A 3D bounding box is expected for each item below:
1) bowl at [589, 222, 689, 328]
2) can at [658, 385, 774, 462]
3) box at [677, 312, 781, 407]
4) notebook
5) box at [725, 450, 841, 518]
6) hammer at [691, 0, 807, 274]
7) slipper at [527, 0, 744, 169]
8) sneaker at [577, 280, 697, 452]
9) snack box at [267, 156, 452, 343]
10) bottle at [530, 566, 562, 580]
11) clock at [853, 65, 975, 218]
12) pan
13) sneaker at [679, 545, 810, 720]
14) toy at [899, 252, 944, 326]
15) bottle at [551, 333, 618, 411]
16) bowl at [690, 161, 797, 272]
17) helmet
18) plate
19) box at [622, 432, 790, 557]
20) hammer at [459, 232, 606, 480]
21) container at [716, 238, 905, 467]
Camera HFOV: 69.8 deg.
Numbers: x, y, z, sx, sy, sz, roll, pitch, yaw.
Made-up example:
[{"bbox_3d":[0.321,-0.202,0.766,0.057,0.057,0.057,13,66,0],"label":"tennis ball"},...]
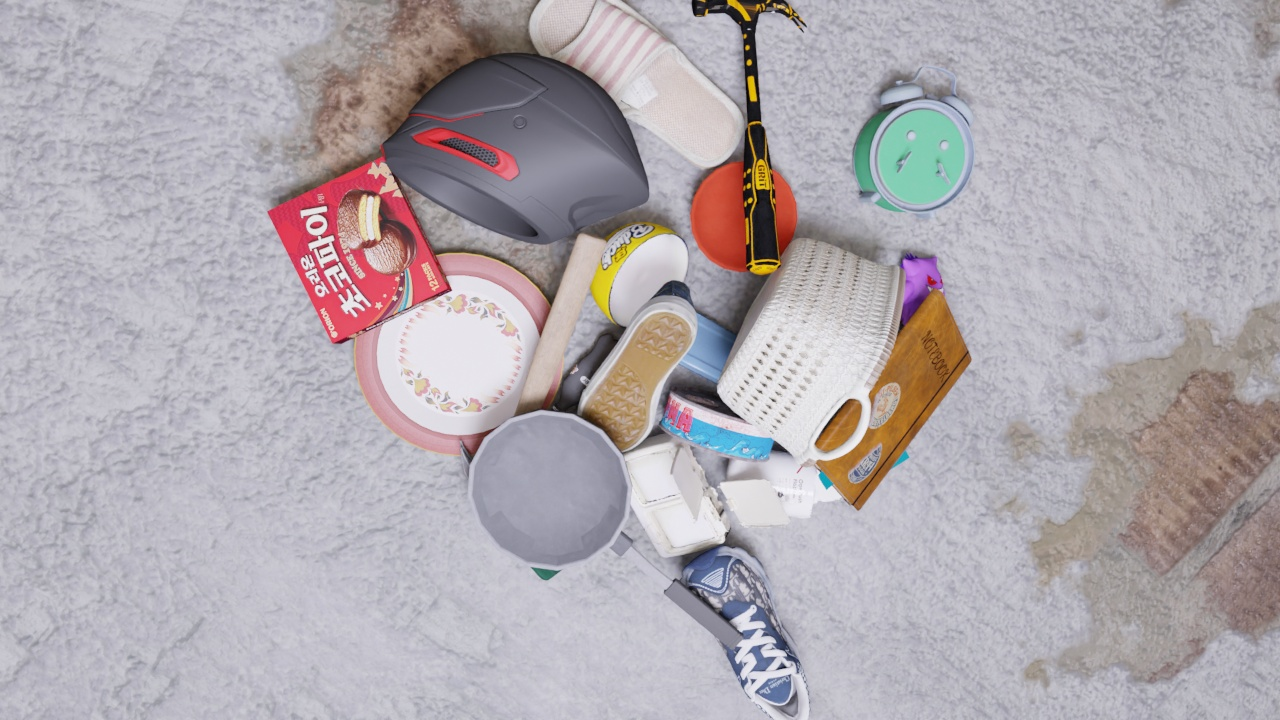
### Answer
[{"bbox_3d":[-0.011,-0.101,1.004,0.117,0.067,0.117,-30,141,-28],"label":"bowl"},{"bbox_3d":[0.089,0.070,1.029,0.130,0.130,0.044,16,98,-11],"label":"can"},{"bbox_3d":[0.106,0.002,1.078,0.209,0.049,0.066,28,77,-14],"label":"box"},{"bbox_3d":[0.289,0.061,1.056,0.249,0.014,0.178,-52,139,-5],"label":"notebook"},{"bbox_3d":[0.182,0.141,1.090,0.162,0.112,0.084,7,96,4],"label":"box"},{"bbox_3d":[0.124,-0.245,0.966,0.123,0.036,0.320,-1,78,-7],"label":"hammer"},{"bbox_3d":[-0.001,-0.302,0.984,0.263,0.052,0.115,34,93,-13],"label":"slipper"},{"bbox_3d":[-0.006,0.006,1.004,0.087,0.079,0.236,20,131,-10],"label":"sneaker"},{"bbox_3d":[-0.295,-0.115,0.971,0.132,0.036,0.152,-26,92,-2],"label":"snack box"},{"bbox_3d":[-0.076,0.188,1.062,0.131,0.061,0.061,-38,103,3],"label":"bottle"},{"bbox_3d":[0.312,-0.246,1.027,0.122,0.075,0.162,13,98,-10],"label":"clock"},{"bbox_3d":[-0.028,0.194,1.002,0.357,0.041,0.179,40,101,-3],"label":"pan"},{"bbox_3d":[0.137,0.335,1.063,0.103,0.132,0.269,-29,118,-1],"label":"sneaker"},{"bbox_3d":[0.324,-0.080,1.071,0.105,0.056,0.088,-9,108,-42],"label":"toy"},{"bbox_3d":[-0.061,0.019,1.046,0.036,0.036,0.110,39,93,-13],"label":"bottle"},{"bbox_3d":[0.113,-0.162,1.036,0.122,0.035,0.122,-1,101,-8],"label":"bowl"},{"bbox_3d":[-0.111,-0.219,0.926,0.265,0.164,0.169,25,80,6],"label":"helmet"},{"bbox_3d":[-0.202,-0.006,1.029,0.229,0.021,0.230,-1,101,-8],"label":"plate"},{"bbox_3d":[0.051,0.158,1.028,0.095,0.186,0.145,-39,105,-38],"label":"box"},{"bbox_3d":[-0.106,0.016,0.992,0.119,0.030,0.332,14,116,-20],"label":"hammer"},{"bbox_3d":[0.183,-0.019,0.970,0.143,0.245,0.185,29,126,1],"label":"container"}]
